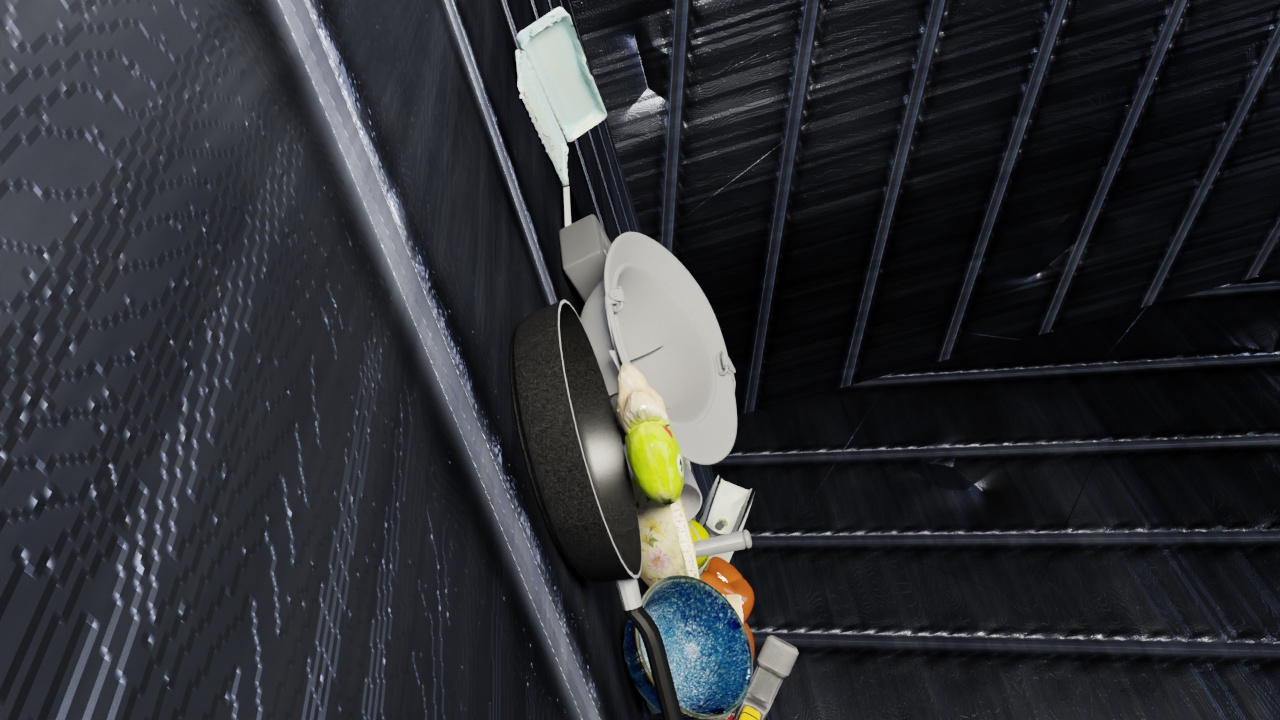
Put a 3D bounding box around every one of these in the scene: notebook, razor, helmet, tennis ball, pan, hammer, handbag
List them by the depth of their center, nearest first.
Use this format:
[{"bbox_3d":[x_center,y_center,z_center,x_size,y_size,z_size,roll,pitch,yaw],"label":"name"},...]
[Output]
[{"bbox_3d":[-0.024,0.131,0.649,0.204,0.044,0.355,46,29,-80],"label":"pan"},{"bbox_3d":[0.079,0.325,0.762,0.169,0.034,0.324,-64,165,-6],"label":"hammer"},{"bbox_3d":[-0.005,0.005,0.918,0.183,0.118,0.270,29,40,-38],"label":"helmet"},{"bbox_3d":[0.061,0.202,0.981,0.047,0.116,0.088,-75,149,-71],"label":"razor"},{"bbox_3d":[0.053,0.226,1.116,0.065,0.065,0.065,-14,89,-85],"label":"tennis ball"},{"bbox_3d":[-0.061,-0.101,1.153,0.148,0.016,0.207,-100,173,-59],"label":"notebook"},{"bbox_3d":[0.080,0.255,1.211,0.152,0.074,0.175,98,17,-50],"label":"handbag"}]

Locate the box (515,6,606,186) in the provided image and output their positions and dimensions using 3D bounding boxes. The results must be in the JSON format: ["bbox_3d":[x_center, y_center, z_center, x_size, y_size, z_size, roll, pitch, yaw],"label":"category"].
[{"bbox_3d":[-0.096,-0.313,1.104,0.197,0.074,0.126,60,35,-67],"label":"box"}]

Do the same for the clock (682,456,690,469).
[{"bbox_3d":[0.034,0.131,1.252,0.103,0.061,0.157,10,72,-83],"label":"clock"}]

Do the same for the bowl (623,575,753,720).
[{"bbox_3d":[0.028,0.238,0.740,0.114,0.061,0.114,23,44,-25],"label":"bowl"}]

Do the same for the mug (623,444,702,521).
[{"bbox_3d":[0.011,0.125,1.027,0.107,0.071,0.089,37,18,-34],"label":"mug"}]

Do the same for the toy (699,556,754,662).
[{"bbox_3d":[0.093,0.325,1.074,0.112,0.096,0.176,-13,92,-75],"label":"toy"}]

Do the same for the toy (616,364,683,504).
[{"bbox_3d":[0.006,0.060,0.744,0.092,0.043,0.117,57,16,-80],"label":"toy"}]

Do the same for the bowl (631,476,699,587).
[{"bbox_3d":[0.009,0.159,0.836,0.145,0.063,0.145,-14,88,-86],"label":"bowl"}]

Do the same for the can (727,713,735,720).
[{"bbox_3d":[0.096,0.419,1.003,0.105,0.064,0.064,64,12,-66],"label":"can"}]

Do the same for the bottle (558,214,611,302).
[{"bbox_3d":[-0.030,-0.070,1.032,0.174,0.046,0.083,58,12,-36],"label":"bottle"}]

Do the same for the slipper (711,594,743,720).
[{"bbox_3d":[0.064,0.292,0.893,0.273,0.054,0.114,101,-15,-64],"label":"slipper"}]

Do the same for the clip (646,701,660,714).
[{"bbox_3d":[0.015,0.264,0.790,0.075,0.042,0.023,-98,173,-47],"label":"clip"}]
